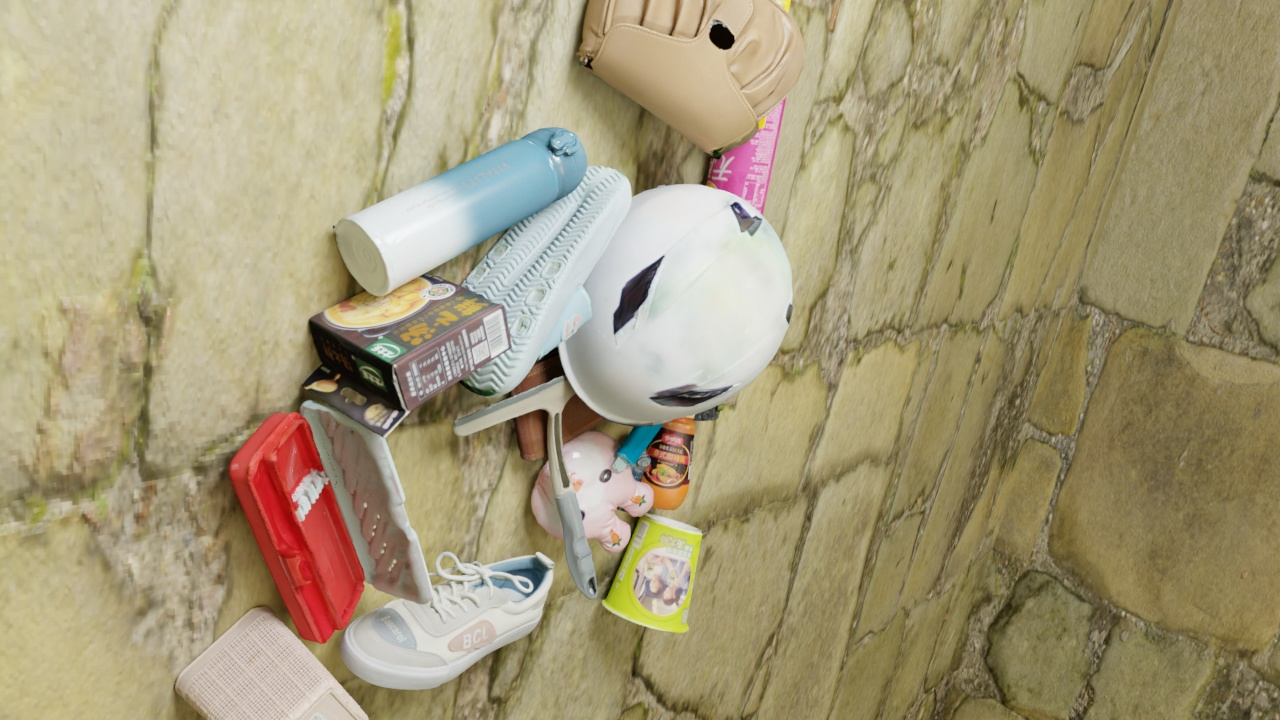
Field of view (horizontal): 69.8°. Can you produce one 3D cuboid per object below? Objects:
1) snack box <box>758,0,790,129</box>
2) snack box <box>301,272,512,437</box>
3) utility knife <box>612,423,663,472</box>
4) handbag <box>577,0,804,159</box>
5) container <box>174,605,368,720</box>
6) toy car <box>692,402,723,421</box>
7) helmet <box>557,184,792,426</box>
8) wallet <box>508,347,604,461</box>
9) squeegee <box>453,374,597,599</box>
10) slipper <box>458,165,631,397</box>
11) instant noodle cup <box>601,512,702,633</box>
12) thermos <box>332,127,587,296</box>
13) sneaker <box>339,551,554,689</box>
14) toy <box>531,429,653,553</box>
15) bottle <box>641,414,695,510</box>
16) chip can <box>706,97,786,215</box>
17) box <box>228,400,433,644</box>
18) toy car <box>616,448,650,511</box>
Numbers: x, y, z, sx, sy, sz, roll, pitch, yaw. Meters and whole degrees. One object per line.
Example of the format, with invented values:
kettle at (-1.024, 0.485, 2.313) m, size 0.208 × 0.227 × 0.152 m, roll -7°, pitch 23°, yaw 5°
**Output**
snack box at (0.093, -0.307, 0.908) m, size 0.033 × 0.087 × 0.141 m, roll -86°, pitch -175°, yaw -69°
snack box at (-0.182, -0.012, 0.697) m, size 0.125 × 0.113 × 0.053 m, roll -34°, pitch 133°, yaw -37°
utility knife at (0.012, 0.065, 1.008) m, size 0.158 × 0.018 × 0.034 m, roll -53°, pitch 131°, yaw -36°
handbag at (0.049, -0.283, 0.816) m, size 0.204 × 0.100 × 0.148 m, roll 27°, pitch 95°, yaw -30°
container at (-0.287, 0.271, 0.727) m, size 0.090 × 0.111 × 0.090 m, roll -45°, pitch 139°, yaw -28°
toy car at (0.079, 0.029, 1.120) m, size 0.042 × 0.035 × 0.090 m, roll -3°, pitch 112°, yaw -10°
helmet at (0.055, -0.056, 0.882) m, size 0.257 × 0.146 × 0.229 m, roll -44°, pitch 114°, yaw -34°
wallet at (-0.081, 0.033, 0.927) m, size 0.124 × 0.032 × 0.101 m, roll -28°, pitch 127°, yaw -42°
squeegee at (-0.072, 0.126, 0.913) m, size 0.245 × 0.039 × 0.247 m, roll -24°, pitch 115°, yaw -41°
slipper at (-0.084, -0.070, 0.807) m, size 0.244 × 0.104 × 0.074 m, roll -58°, pitch 145°, yaw -22°
instant noodle cup at (0.023, 0.257, 1.132) m, size 0.111 × 0.112 × 0.123 m, roll 23°, pitch 83°, yaw -55°
thermos at (-0.134, -0.128, 0.735) m, size 0.219 × 0.070 × 0.070 m, roll -37°, pitch 135°, yaw -35°
sneaker at (-0.168, 0.236, 0.873) m, size 0.241 × 0.089 × 0.091 m, roll -2°, pitch 126°, yaw -56°
toy at (-0.047, 0.146, 0.994) m, size 0.159 × 0.054 × 0.121 m, roll 38°, pitch 80°, yaw -39°
bottle at (0.036, 0.101, 1.094) m, size 0.066 × 0.067 × 0.149 m, roll 10°, pitch 94°, yaw -54°
chip can at (0.112, -0.230, 0.989) m, size 0.071 × 0.071 × 0.211 m, roll -13°, pitch 119°, yaw -49°
box at (-0.231, 0.132, 0.722) m, size 0.095 × 0.102 × 0.202 m, roll -69°, pitch 158°, yaw -53°
toy car at (-0.015, 0.131, 1.060) m, size 0.034 × 0.043 × 0.091 m, roll 8°, pitch 111°, yaw -19°
